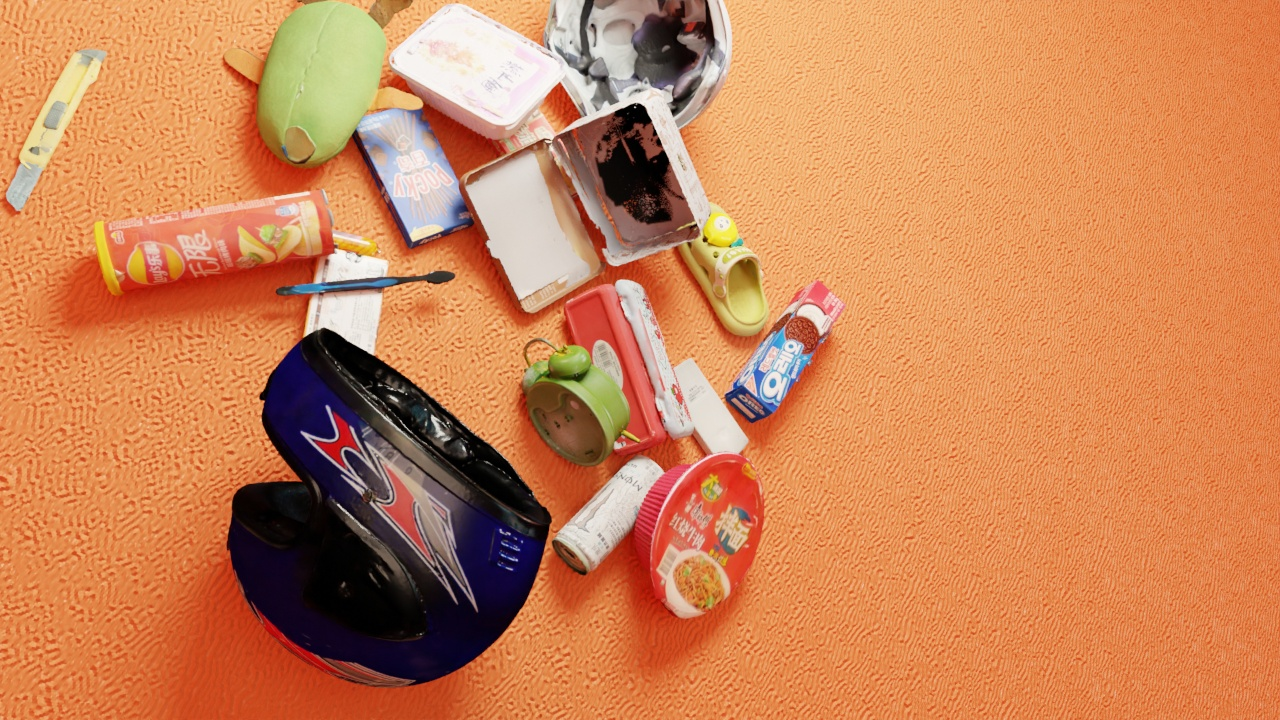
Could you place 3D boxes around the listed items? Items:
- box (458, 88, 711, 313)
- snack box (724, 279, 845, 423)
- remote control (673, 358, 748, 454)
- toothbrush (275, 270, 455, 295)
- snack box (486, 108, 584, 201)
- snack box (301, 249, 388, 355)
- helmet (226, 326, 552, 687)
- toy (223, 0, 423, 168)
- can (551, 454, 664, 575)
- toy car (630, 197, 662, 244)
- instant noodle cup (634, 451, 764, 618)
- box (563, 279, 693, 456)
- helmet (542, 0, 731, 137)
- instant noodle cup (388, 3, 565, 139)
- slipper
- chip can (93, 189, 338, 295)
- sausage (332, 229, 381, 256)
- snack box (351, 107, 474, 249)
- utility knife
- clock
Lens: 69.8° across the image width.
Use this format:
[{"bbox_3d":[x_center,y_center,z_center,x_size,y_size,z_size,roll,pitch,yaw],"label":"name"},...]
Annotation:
[{"bbox_3d":[-0.062,-0.190,1.087,0.272,0.130,0.179,-25,109,-2],"label":"box"},{"bbox_3d":[0.192,-0.013,1.206,0.058,0.057,0.207,42,64,-7],"label":"snack box"},{"bbox_3d":[0.079,0.066,1.152,0.056,0.019,0.135,-37,94,-29],"label":"remote control"},{"bbox_3d":[-0.293,-0.082,0.988,0.189,0.016,0.014,-8,89,-25],"label":"toothbrush"},{"bbox_3d":[-0.135,-0.260,1.132,0.075,0.026,0.153,-36,93,-28],"label":"snack box"},{"bbox_3d":[-0.320,-0.042,0.985,0.075,0.026,0.153,11,72,-22],"label":"snack box"},{"bbox_3d":[-0.252,0.155,0.847,0.315,0.247,0.240,42,89,-7],"label":"helmet"},{"bbox_3d":[-0.347,-0.317,1.007,0.227,0.090,0.246,13,73,6],"label":"toy"},{"bbox_3d":[-0.032,0.175,1.048,0.146,0.058,0.058,-43,97,-28],"label":"can"},{"bbox_3d":[0.025,-0.208,1.191,0.054,0.037,0.120,26,77,-18],"label":"toy car"},{"bbox_3d":[0.059,0.192,1.054,0.193,0.066,0.194,-14,111,-43],"label":"instant noodle cup"},{"bbox_3d":[-0.004,0.006,1.102,0.101,0.095,0.201,-10,79,-55],"label":"box"},{"bbox_3d":[0.009,-0.405,1.150,0.258,0.229,0.145,68,20,-2],"label":"helmet"},{"bbox_3d":[-0.190,-0.331,1.080,0.173,0.060,0.137,32,61,8],"label":"instant noodle cup"},{"bbox_3d":[0.120,-0.125,1.189,0.091,0.082,0.190,-27,92,-31],"label":"slipper"},{"bbox_3d":[-0.420,-0.122,0.920,0.216,0.073,0.073,-15,83,-21],"label":"chip can"},{"bbox_3d":[-0.364,-0.138,0.992,0.165,0.021,0.021,12,72,-22],"label":"sausage"},{"bbox_3d":[-0.262,-0.215,1.058,0.084,0.026,0.157,-27,89,-28],"label":"snack box"},{"bbox_3d":[-0.587,-0.235,0.918,0.031,0.020,0.195,18,74,-14],"label":"utility knife"},{"bbox_3d":[-0.077,0.044,1.031,0.161,0.116,0.056,54,50,-8],"label":"clock"}]
